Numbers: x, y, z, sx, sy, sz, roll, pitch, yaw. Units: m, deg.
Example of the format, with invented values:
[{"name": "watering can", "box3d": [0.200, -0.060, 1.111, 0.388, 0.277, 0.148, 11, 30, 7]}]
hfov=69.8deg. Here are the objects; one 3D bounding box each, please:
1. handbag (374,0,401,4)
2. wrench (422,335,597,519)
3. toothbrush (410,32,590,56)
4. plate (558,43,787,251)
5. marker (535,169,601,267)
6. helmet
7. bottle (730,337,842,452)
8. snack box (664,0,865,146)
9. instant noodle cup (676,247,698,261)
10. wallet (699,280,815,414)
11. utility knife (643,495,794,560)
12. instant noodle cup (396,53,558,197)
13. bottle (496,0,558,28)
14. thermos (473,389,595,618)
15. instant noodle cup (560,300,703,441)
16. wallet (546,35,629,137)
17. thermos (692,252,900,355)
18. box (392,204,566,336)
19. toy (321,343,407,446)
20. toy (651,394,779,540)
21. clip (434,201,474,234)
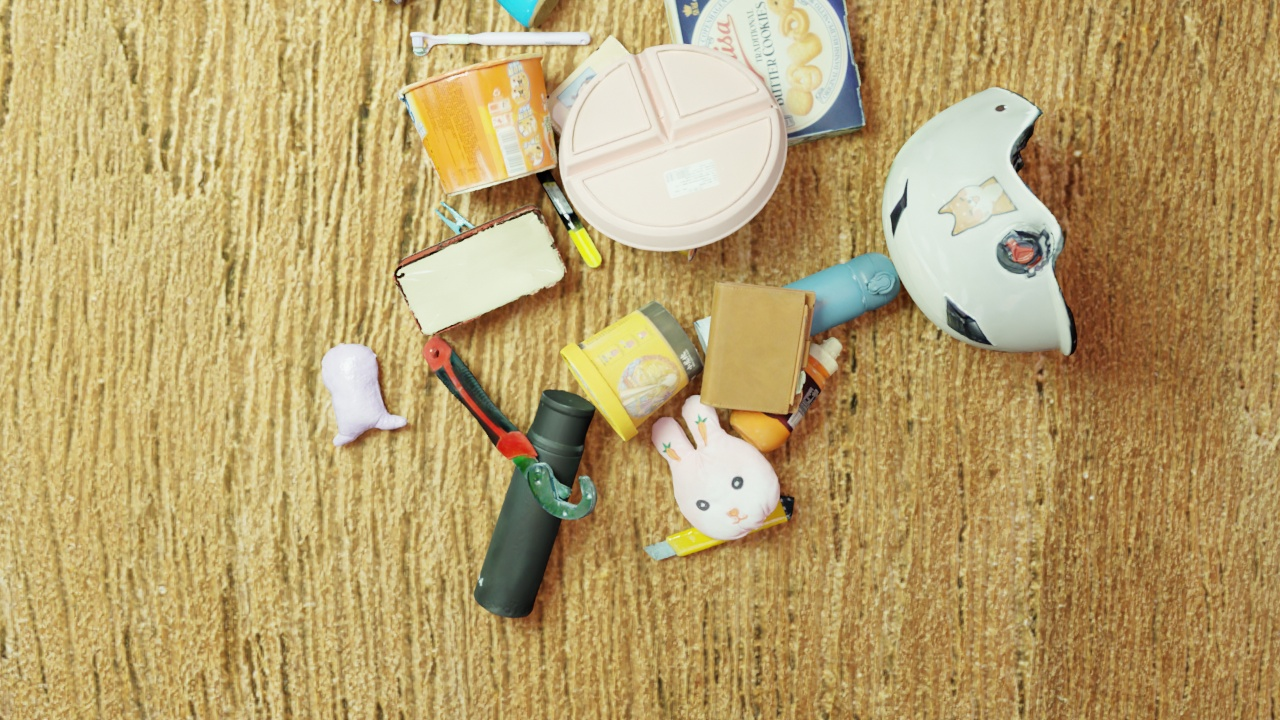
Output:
[{"name": "handbag", "box3d": [-0.301, -0.443, 0.904, 0.194, 0.134, 0.075, 44, 91, -4]}, {"name": "wrench", "box3d": [-0.144, 0.068, 0.955, 0.273, 0.016, 0.056, 42, 106, 24]}, {"name": "toothbrush", "box3d": [-0.148, -0.341, 0.977, 0.189, 0.029, 0.021, -3, 58, -3]}, {"name": "plate", "box3d": [0.030, -0.218, 0.908, 0.229, 0.028, 0.229, -2, 73, 6]}, {"name": "marker", "box3d": [-0.078, -0.156, 1.000, 0.018, 0.015, 0.124, -31, 93, 0]}, {"name": "helmet", "box3d": [0.330, -0.126, 0.928, 0.157, 0.229, 0.274, -11, 90, 17]}, {"name": "bottle", "box3d": [0.166, 0.032, 1.007, 0.067, 0.067, 0.149, 45, 85, -5]}, {"name": "snack box", "box3d": [0.133, -0.318, 0.978, 0.182, 0.046, 0.178, -12, 95, -2]}, {"name": "instant noodle cup", "box3d": [0.028, -0.173, 0.961, 0.099, 0.111, 0.111, 23, 94, 4]}, {"name": "wallet", "box3d": [0.122, -0.013, 0.947, 0.108, 0.031, 0.132, 5, 104, -1]}, {"name": "utility knife", "box3d": [0.090, 0.190, 1.037, 0.181, 0.015, 0.033, -19, 74, 0]}, {"name": "instant noodle cup", "box3d": [-0.156, -0.235, 0.928, 0.151, 0.151, 0.111, -16, 104, -1]}, {"name": "bottle", "box3d": [-0.180, -0.435, 0.943, 0.218, 0.065, 0.065, 38, 92, -5]}, {"name": "thermos", "box3d": [-0.111, 0.151, 0.996, 0.068, 0.090, 0.243, 20, 100, 0]}, {"name": "instant noodle cup", "box3d": [-0.006, 0.006, 0.971, 0.114, 0.118, 0.118, -36, 96, -7]}, {"name": "wallet", "box3d": [-0.043, -0.278, 0.987, 0.115, 0.024, 0.087, -43, 90, 1]}, {"name": "thermos", "box3d": [0.169, -0.053, 0.992, 0.220, 0.070, 0.070, -22, 96, 1]}, {"name": "box", "box3d": [-0.166, -0.092, 0.964, 0.168, 0.075, 0.091, -23, 107, 0]}, {"name": "toy", "box3d": [-0.306, 0.032, 0.994, 0.084, 0.039, 0.108, -14, 93, -1]}, {"name": "toy", "box3d": [0.078, 0.120, 1.000, 0.122, 0.054, 0.159, -40, 83, 28]}, {"name": "clip", "box3d": [-0.199, -0.150, 0.995, 0.057, 0.014, 0.047, 41, 94, -7]}]
